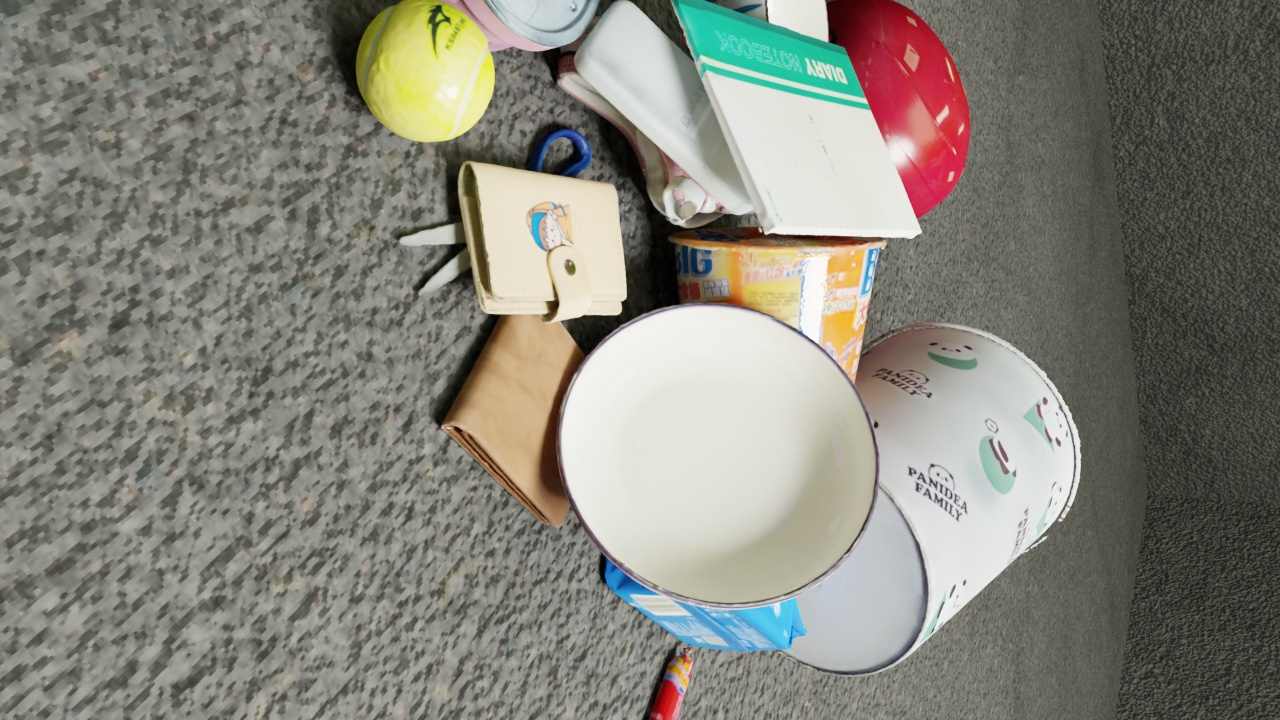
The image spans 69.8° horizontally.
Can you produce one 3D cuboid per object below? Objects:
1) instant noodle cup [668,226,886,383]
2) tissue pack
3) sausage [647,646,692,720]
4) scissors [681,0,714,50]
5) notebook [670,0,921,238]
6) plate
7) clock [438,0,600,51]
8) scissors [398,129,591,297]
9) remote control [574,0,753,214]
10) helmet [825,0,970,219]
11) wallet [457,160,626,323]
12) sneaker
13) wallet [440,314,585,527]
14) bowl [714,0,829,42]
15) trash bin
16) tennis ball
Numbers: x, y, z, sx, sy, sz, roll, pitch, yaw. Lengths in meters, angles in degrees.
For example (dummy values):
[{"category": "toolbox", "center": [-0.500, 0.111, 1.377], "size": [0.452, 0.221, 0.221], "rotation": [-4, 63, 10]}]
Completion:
[{"category": "instant noodle cup", "center": [0.095, -0.034, 0.657], "size": [0.151, 0.152, 0.111], "rotation": [-18, 113, -54]}, {"category": "tissue pack", "center": [0.047, 0.155, 0.624], "size": [0.157, 0.095, 0.052], "rotation": [48, 47, -44]}, {"category": "sausage", "center": [0.007, 0.270, 0.631], "size": [0.020, 0.020, 0.155], "rotation": [52, 49, -41]}, {"category": "scissors", "center": [0.018, -0.270, 0.586], "size": [0.189, 0.015, 0.223], "rotation": [64, 27, 1]}, {"category": "notebook", "center": [0.106, -0.146, 0.577], "size": [0.208, 0.012, 0.150], "rotation": [-10, 77, -51]}, {"category": "plate", "center": [0.045, 0.056, 0.551], "size": [0.039, 0.192, 0.192], "rotation": [104, 6, -62]}, {"category": "clock", "center": [-0.070, -0.235, 0.493], "size": [0.117, 0.060, 0.158], "rotation": [52, 51, -39]}, {"category": "scissors", "center": [-0.068, -0.073, 0.534], "size": [0.144, 0.012, 0.169], "rotation": [50, 53, -42]}, {"category": "remote control", "center": [0.024, -0.143, 0.527], "size": [0.136, 0.020, 0.055], "rotation": [38, 61, -20]}, {"category": "helmet", "center": [0.228, -0.233, 0.847], "size": [0.206, 0.144, 0.239], "rotation": [28, 66, -49]}, {"category": "wallet", "center": [-0.050, -0.065, 0.523], "size": [0.115, 0.024, 0.087], "rotation": [-4, 87, -53]}, {"category": "sneaker", "center": [0.041, -0.129, 0.607], "size": [0.240, 0.118, 0.088], "rotation": [23, 89, -33]}, {"category": "wallet", "center": [-0.060, 0.029, 0.539], "size": [0.115, 0.020, 0.101], "rotation": [57, 46, -42]}, {"category": "bowl", "center": [0.096, -0.262, 0.721], "size": [0.116, 0.066, 0.116], "rotation": [-1, 91, -56]}, {"category": "trash bin", "center": [0.196, 0.107, 0.738], "size": [0.251, 0.230, 0.230], "rotation": [-22, 107, -47]}, {"category": "tennis ball", "center": [-0.102, -0.138, 0.439], "size": [0.065, 0.066, 0.065], "rotation": [1, 89, -55]}]
